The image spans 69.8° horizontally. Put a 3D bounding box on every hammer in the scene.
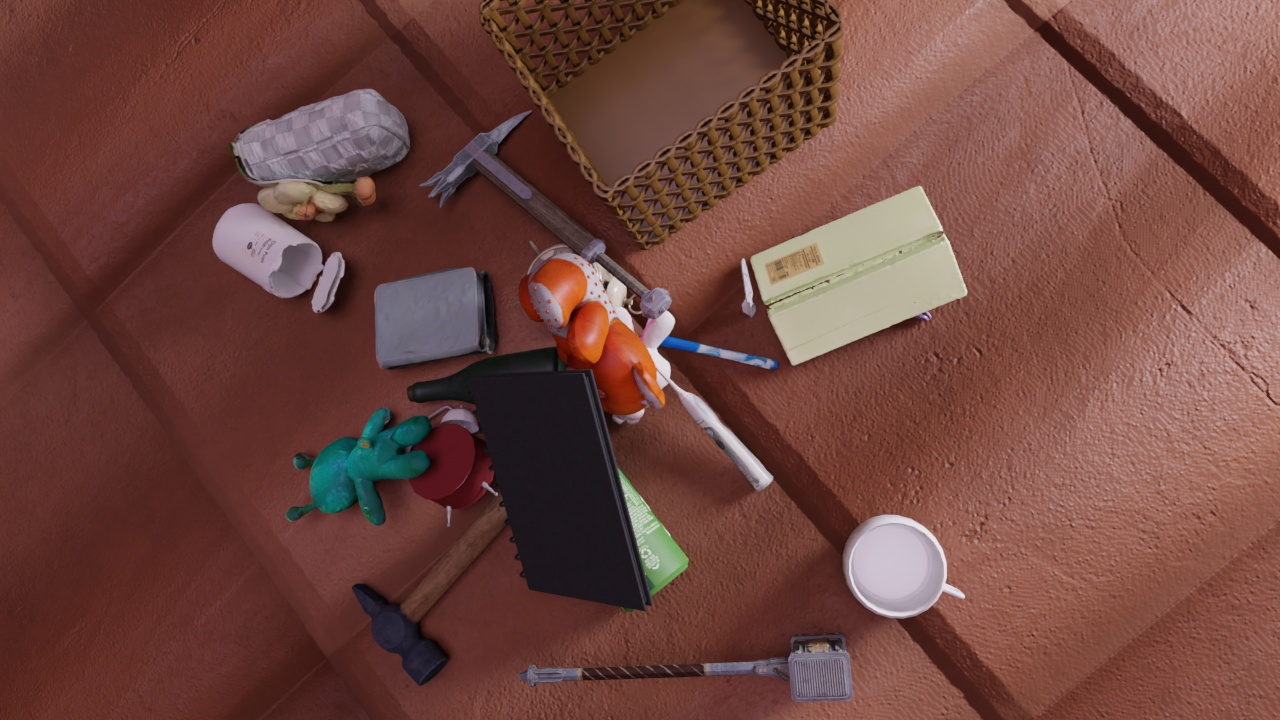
[{"bbox_3d":[-0.081,-0.145,0.951,0.147,0.028,0.317,-45,64,-8],"label":"hammer"},{"bbox_3d":[0.038,0.301,0.888,0.322,0.098,0.044,-5,83,10],"label":"hammer"},{"bbox_3d":[-0.169,0.181,0.973,0.129,0.040,0.322,42,92,16],"label":"hammer"}]

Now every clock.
[{"bbox_3d":[-0.061,-0.075,0.967,0.141,0.054,0.093,15,86,14],"label":"clock"},{"bbox_3d":[-0.202,0.104,0.971,0.087,0.044,0.124,-33,55,8],"label":"clock"}]

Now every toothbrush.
[{"bbox_3d":[0.099,-0.069,0.872,0.010,0.181,0.010,34,86,15],"label":"toothbrush"},{"bbox_3d":[0.065,0.058,0.929,0.185,0.022,0.024,47,63,-1],"label":"toothbrush"}]

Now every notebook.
[{"bbox_3d":[-0.082,0.122,0.876,0.169,0.019,0.231,-3,107,41],"label":"notebook"}]

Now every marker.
[{"bbox_3d":[0.073,-0.009,0.957,0.142,0.013,0.013,13,87,11],"label":"marker"}]

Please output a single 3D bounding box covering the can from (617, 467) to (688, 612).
[{"bbox_3d":[-0.025,0.172,0.921,0.083,0.083,0.144,-40,79,4],"label":"can"}]

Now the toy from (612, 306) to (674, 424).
[{"bbox_3d":[-0.006,0.006,0.955,0.076,0.037,0.125,7,105,7],"label":"toy"}]

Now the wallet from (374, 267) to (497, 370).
[{"bbox_3d":[-0.224,-0.044,0.997,0.132,0.054,0.100,-7,74,12],"label":"wallet"}]

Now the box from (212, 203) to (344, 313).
[{"bbox_3d":[-0.393,-0.110,1.023,0.160,0.091,0.081,32,87,19],"label":"box"}]

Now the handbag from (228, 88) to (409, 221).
[{"bbox_3d":[-0.337,-0.219,1.004,0.171,0.112,0.123,-20,80,7],"label":"handbag"}]

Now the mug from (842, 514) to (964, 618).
[{"bbox_3d":[0.251,0.199,0.874,0.115,0.068,0.094,22,89,12],"label":"mug"}]

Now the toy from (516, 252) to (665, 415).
[{"bbox_3d":[-0.052,-0.017,0.876,0.092,0.164,0.172,-39,99,-12],"label":"toy"}]

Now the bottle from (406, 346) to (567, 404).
[{"bbox_3d":[-0.166,0.024,0.977,0.174,0.055,0.055,-8,83,11],"label":"bottle"}]

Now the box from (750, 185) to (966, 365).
[{"bbox_3d":[0.212,-0.085,0.909,0.188,0.061,0.133,-21,78,14],"label":"box"}]

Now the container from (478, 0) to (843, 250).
[{"bbox_3d":[0.030,-0.282,0.888,0.252,0.214,0.219,-34,79,5],"label":"container"}]

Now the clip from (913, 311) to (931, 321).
[{"bbox_3d":[0.264,-0.054,0.926,0.045,0.014,0.050,-28,78,7],"label":"clip"}]

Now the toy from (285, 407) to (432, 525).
[{"bbox_3d":[-0.299,0.110,0.971,0.194,0.072,0.130,-22,56,27],"label":"toy"}]
